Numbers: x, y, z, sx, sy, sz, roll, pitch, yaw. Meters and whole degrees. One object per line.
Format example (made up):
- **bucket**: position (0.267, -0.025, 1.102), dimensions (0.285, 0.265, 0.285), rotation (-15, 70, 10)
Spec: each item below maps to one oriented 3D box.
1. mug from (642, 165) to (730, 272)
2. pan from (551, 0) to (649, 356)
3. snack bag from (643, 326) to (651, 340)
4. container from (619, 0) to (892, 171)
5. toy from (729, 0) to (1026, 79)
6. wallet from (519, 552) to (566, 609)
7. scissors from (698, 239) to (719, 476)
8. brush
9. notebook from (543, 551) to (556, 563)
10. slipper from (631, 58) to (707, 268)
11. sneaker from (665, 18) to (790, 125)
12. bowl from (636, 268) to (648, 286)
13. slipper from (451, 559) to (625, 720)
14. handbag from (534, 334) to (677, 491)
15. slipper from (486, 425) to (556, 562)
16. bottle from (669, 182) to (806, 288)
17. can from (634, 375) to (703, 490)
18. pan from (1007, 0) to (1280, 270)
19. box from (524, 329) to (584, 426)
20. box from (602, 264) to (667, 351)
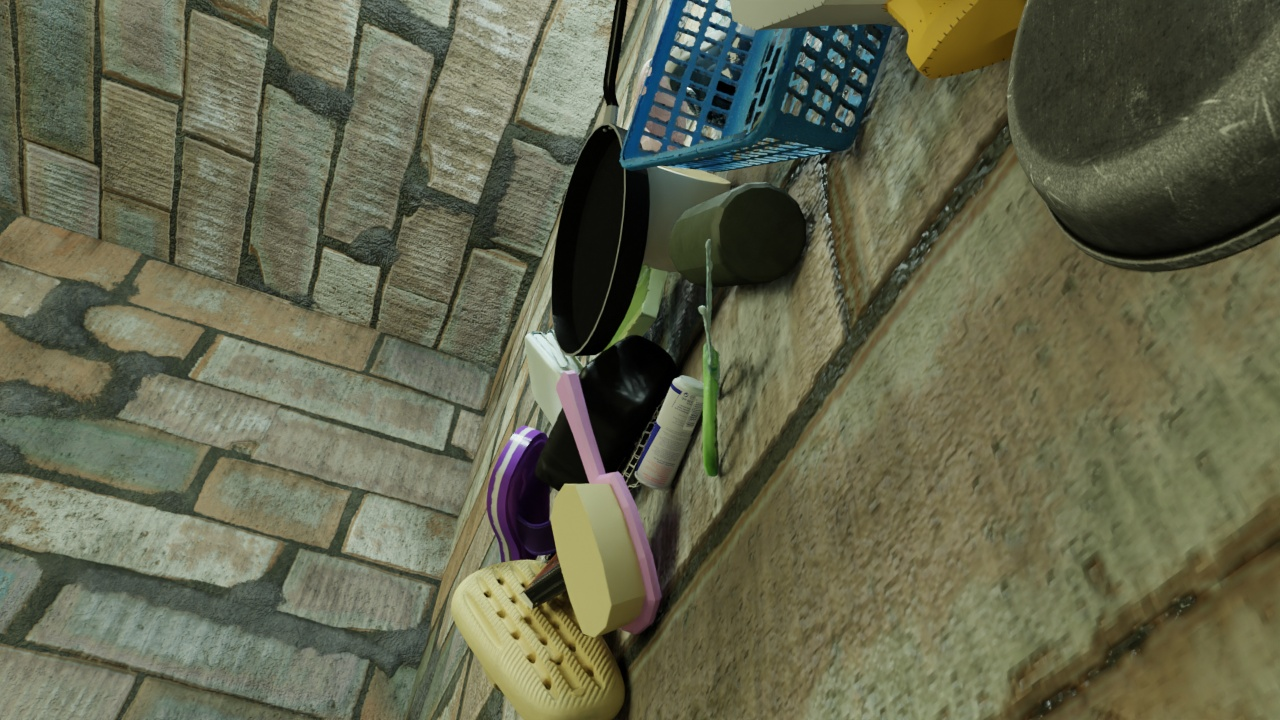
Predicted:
- **mug**: position (0.035, -0.140, 0.912), dimensions (0.120, 0.096, 0.100), rotation (-14, -55, -58)
- **pan**: position (-0.032, -0.179, 0.886), dimensions (0.225, 0.034, 0.356), rotation (-160, 79, -69)
- **snack bag**: position (-0.006, 0.006, 1.033), dimensions (0.155, 0.018, 0.075), rotation (-92, 23, -60)
- **container**: position (0.118, -0.308, 0.692), dimensions (0.257, 0.089, 0.362), rotation (19, 90, 67)
- **toy**: position (0.140, -0.263, 0.475), dimensions (0.247, 0.141, 0.266), rotation (-28, 39, 38)
- **wallet**: position (-0.057, 0.176, 0.834), dimensions (0.072, 0.019, 0.122), rotation (-39, 1, 26)
- **scissors**: position (0.049, -0.003, 0.660), dimensions (0.159, 0.025, 0.171), rotation (-49, -40, -71)
- **brush**: position (-0.045, 0.111, 0.750), dimensions (0.089, 0.043, 0.228), rotation (-57, 46, 51)
- **notebook**: position (-0.091, 0.264, 1.024), dimensions (0.172, 0.022, 0.208), rotation (131, 155, -58)
- **slipper**: position (0.030, -0.222, 1.028), dimensions (0.064, 0.094, 0.239), rotation (5, 89, 39)
- **sneaker**: position (0.082, -0.273, 0.913), dimensions (0.236, 0.089, 0.087), rotation (-160, 84, -74)
- **bowl**: position (-0.020, -0.102, 1.107), dimensions (0.062, 0.118, 0.118), rotation (66, 168, -4)
- **slipper**: position (-0.092, 0.258, 0.794), dimensions (0.261, 0.111, 0.079), rotation (-153, 59, -62)
- **handbag**: position (-0.014, 0.063, 0.882), dimensions (0.124, 0.115, 0.154), rotation (-48, -15, -52)
- **slipper**: position (-0.103, 0.169, 1.017), dimensions (0.267, 0.084, 0.107), rotation (97, -165, -56)
- **bottle**: position (0.064, -0.094, 0.736), dimensions (0.207, 0.071, 0.071), rotation (-165, 94, -78)
- **can**: position (0.026, 0.060, 0.763), dimensions (0.032, 0.032, 0.095), rotation (-107, 37, -71)
- **pan**: position (0.205, -0.200, 0.333), dimensions (0.188, 0.055, 0.356), rotation (135, 147, -65)
- **box**: position (-0.101, 0.030, 1.056), dimensions (0.083, 0.122, 0.215), rotation (-42, 17, 1)
- **box**: position (-0.035, -0.042, 1.044), dimensions (0.188, 0.091, 0.083), rotation (123, 147, -61)
